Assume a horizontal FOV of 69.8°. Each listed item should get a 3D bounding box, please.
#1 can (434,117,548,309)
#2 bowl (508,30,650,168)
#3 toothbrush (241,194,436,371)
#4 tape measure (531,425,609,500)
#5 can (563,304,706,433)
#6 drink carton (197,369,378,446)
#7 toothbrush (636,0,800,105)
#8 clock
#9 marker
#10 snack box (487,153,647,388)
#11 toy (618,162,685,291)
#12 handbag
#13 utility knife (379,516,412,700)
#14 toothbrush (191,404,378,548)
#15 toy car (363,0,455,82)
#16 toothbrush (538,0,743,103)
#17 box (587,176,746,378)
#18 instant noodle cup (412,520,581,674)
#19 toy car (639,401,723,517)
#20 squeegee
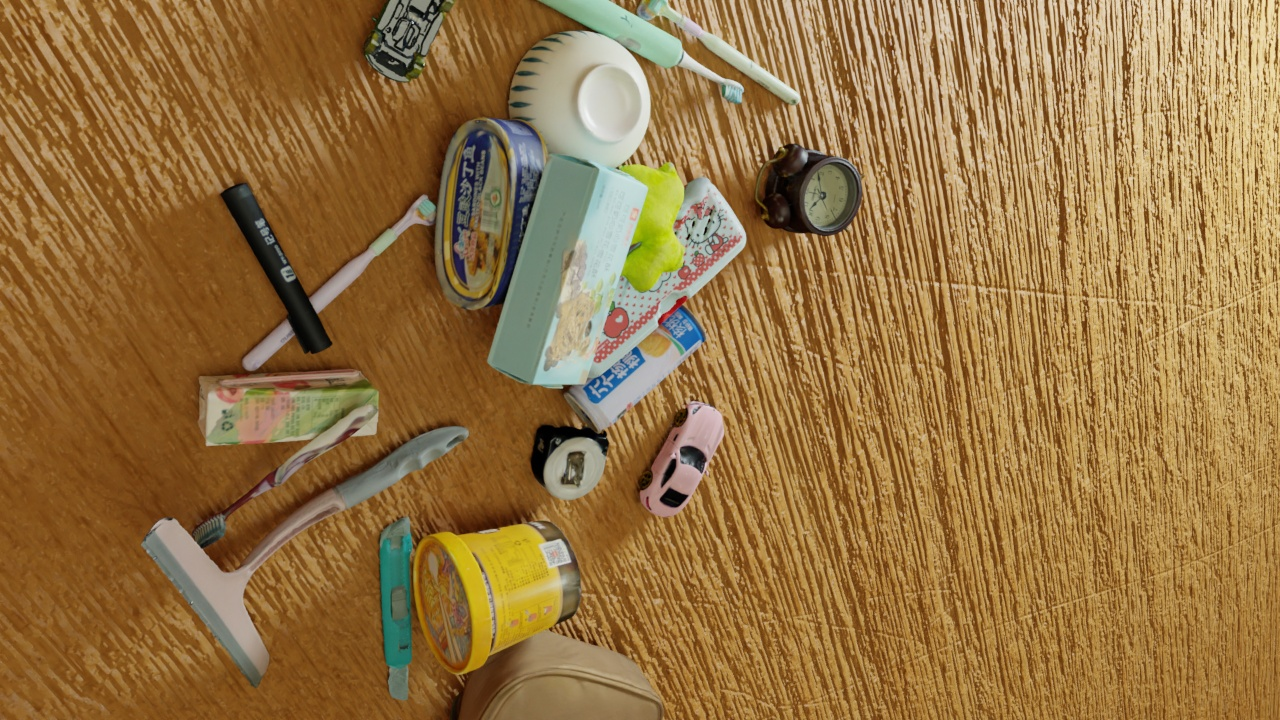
[{"bbox_3d":[-0.116,-0.113,0.712,0.049,0.075,0.148,-20,125,-59],"label":"can"},{"bbox_3d":[-0.040,-0.204,0.734,0.116,0.066,0.116,-9,107,-29],"label":"bowl"},{"bbox_3d":[-0.230,-0.058,0.704,0.189,0.021,0.029,-44,144,-8],"label":"toothbrush"},{"bbox_3d":[-0.066,0.094,0.848,0.065,0.033,0.066,3,105,-30],"label":"tape measure"},{"bbox_3d":[-0.005,0.005,0.840,0.134,0.053,0.053,-41,123,-12],"label":"can"},{"bbox_3d":[-0.266,0.032,0.695,0.122,0.053,0.045,-2,107,-31],"label":"drink carton"},{"bbox_3d":[0.076,-0.271,0.813,0.189,0.029,0.020,20,55,-36],"label":"toothbrush"},{"bbox_3d":[0.157,-0.162,0.877,0.121,0.055,0.082,7,103,-31],"label":"clock"},{"bbox_3d":[-0.265,-0.065,0.669,0.022,0.020,0.132,-17,110,14],"label":"marker"},{"bbox_3d":[-0.056,-0.067,0.714,0.074,0.052,0.175,2,109,-60],"label":"snack box"},{"bbox_3d":[0.003,-0.113,0.761,0.096,0.031,0.100,-37,112,-15],"label":"toy"},{"bbox_3d":[-0.084,0.338,0.889,0.204,0.100,0.148,32,97,-35],"label":"handbag"},{"bbox_3d":[-0.215,0.225,0.817,0.029,0.013,0.187,-4,109,-20],"label":"utility knife"},{"bbox_3d":[-0.269,0.088,0.691,0.188,0.017,0.016,-34,145,11],"label":"toothbrush"},{"bbox_3d":[-0.167,-0.247,0.664,0.043,0.036,0.091,25,92,-36],"label":"toy car"},{"bbox_3d":[0.003,-0.268,0.765,0.224,0.027,0.027,16,76,-34],"label":"toothbrush"},{"bbox_3d":[0.004,-0.074,0.805,0.201,0.047,0.086,-42,118,-11],"label":"box"},{"bbox_3d":[-0.124,0.198,0.805,0.114,0.118,0.118,-10,112,-36],"label":"instant noodle cup"},{"bbox_3d":[0.044,0.100,0.914,0.056,0.037,0.122,28,90,-36],"label":"toy car"},{"bbox_3d":[-0.244,0.120,0.737,0.248,0.040,0.248,-37,150,-29],"label":"squeegee"}]
